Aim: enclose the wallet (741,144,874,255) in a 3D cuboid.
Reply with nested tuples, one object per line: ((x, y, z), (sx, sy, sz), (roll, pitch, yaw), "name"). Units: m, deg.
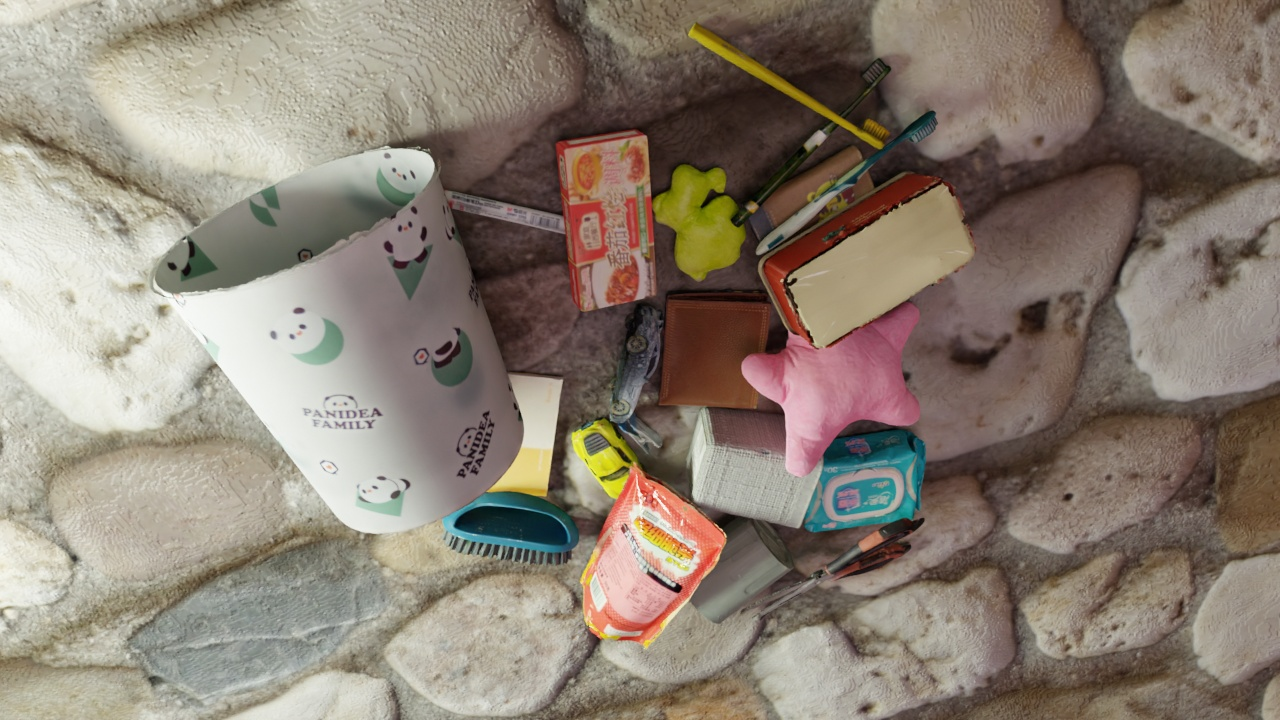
((0.159, -0.130, 0.831), (0.115, 0.033, 0.090), (-28, 117, 6), "wallet")

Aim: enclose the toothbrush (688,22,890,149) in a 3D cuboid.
((0.126, -0.229, 0.764), (0.190, 0.015, 0.016), (27, 97, -9), "toothbrush")

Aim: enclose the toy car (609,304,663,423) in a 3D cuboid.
((-0.005, 0.005, 0.877), (0.036, 0.054, 0.121), (13, 118, -10), "toy car")

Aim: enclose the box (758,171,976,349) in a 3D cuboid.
((0.199, -0.084, 0.791), (0.168, 0.078, 0.091), (-31, 113, -1), "box")

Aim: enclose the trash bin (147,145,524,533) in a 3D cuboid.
((-0.224, -0.010, 0.752), (0.229, 0.229, 0.252), (-17, 121, 4), "trash bin")

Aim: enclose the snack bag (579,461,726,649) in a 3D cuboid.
((0.005, 0.211, 0.956), (0.128, 0.073, 0.208), (42, 130, 20), "snack bag")

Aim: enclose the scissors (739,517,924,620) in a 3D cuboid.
((0.215, 0.229, 1.001), (0.225, 0.015, 0.190), (-9, 148, -29), "scissors")

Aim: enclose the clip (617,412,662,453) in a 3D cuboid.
((0.000, 0.073, 0.932), (0.036, 0.025, 0.058), (-30, 123, 19), "clip")

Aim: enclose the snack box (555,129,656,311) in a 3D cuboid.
((-0.028, -0.122, 0.809), (0.075, 0.025, 0.153), (-13, 121, -16), "snack box")

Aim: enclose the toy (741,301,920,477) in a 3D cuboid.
((0.189, -0.001, 0.873), (0.194, 0.075, 0.178), (-24, 96, -15), "toy")

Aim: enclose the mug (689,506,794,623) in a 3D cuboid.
((0.089, 0.206, 0.991), (0.103, 0.083, 0.124), (-39, 91, 14), "mug")

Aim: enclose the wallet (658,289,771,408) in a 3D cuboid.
((0.069, -0.009, 0.891), (0.101, 0.032, 0.125), (2, 118, -3), "wallet")

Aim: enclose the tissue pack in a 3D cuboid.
((0.234, 0.128, 0.970), (0.133, 0.050, 0.093), (-9, 119, -1), "tissue pack")

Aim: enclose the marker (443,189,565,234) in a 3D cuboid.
((-0.128, -0.133, 0.809), (0.145, 0.017, 0.017), (11, 117, -12), "marker")

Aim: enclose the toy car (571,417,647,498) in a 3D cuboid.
((-0.030, 0.106, 0.944), (0.048, 0.032, 0.105), (-28, 120, 10), "toy car")

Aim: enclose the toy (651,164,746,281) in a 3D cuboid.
((0.057, -0.124, 0.824), (0.100, 0.031, 0.097), (31, 110, -20), "toy")

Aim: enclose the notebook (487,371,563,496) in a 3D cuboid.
((-0.188, 0.069, 0.920), (0.206, 0.010, 0.146), (6, 117, -9), "notebook")

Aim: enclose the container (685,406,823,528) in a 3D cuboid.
((0.110, 0.104, 0.925), (0.114, 0.090, 0.090), (10, 117, -7), "container")

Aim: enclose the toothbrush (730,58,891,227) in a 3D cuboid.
((0.144, -0.187, 0.792), (0.017, 0.012, 0.186), (42, 99, -17), "toothbrush")

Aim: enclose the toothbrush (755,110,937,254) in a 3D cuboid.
((0.179, -0.151, 0.798), (0.192, 0.016, 0.018), (-38, 123, 9), "toothbrush")

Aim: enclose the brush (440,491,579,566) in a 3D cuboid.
((-0.133, 0.171, 0.957), (0.144, 0.055, 0.074), (12, 119, -11), "brush")
